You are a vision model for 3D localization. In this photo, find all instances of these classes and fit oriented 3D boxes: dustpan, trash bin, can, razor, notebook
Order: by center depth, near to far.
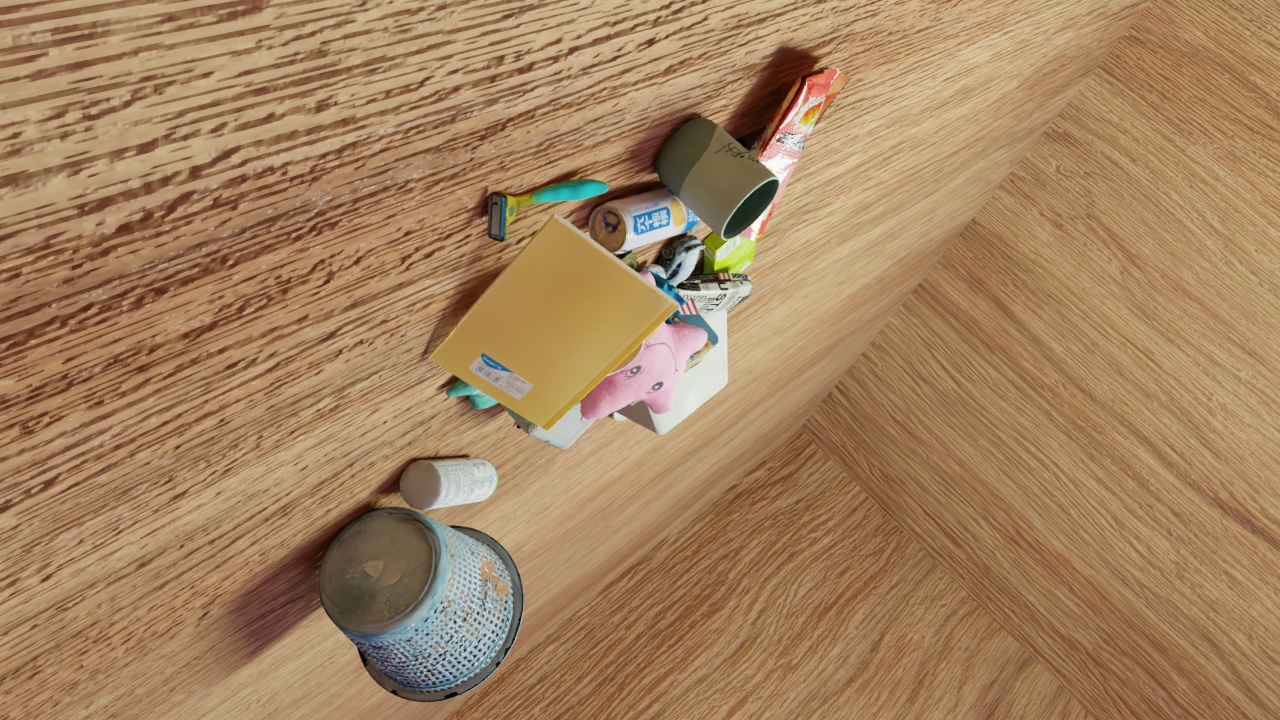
[{"bbox_3d":[-0.080,-0.141,0.803,0.132,0.028,0.043,-25,133,-40],"label":"razor"},{"bbox_3d":[-0.085,-0.027,0.857,0.207,0.146,0.010,-43,-156,30],"label":"notebook"},{"bbox_3d":[0.006,-0.148,0.956,0.134,0.053,0.053,-26,156,-49],"label":"can"},{"bbox_3d":[-0.274,0.276,1.101,0.226,0.226,0.195,-41,152,-13],"label":"trash bin"},{"bbox_3d":[-0.230,0.148,1.117,0.058,0.058,0.146,-47,165,10],"label":"can"},{"bbox_3d":[0.034,0.003,1.499,0.222,0.143,0.258,-36,133,-27],"label":"dustpan"}]

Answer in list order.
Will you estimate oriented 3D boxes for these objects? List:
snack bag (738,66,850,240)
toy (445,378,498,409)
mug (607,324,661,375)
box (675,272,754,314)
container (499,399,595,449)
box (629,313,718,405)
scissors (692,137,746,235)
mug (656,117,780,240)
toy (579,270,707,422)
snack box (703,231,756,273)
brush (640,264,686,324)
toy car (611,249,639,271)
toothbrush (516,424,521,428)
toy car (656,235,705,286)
[{"bbox_3d":[0.157,-0.239,1.045,0.208,0.073,0.128,-58,163,26],"label":"snack bag"},{"bbox_3d":[-0.167,0.028,1.013,0.096,0.030,0.092,-26,163,-14],"label":"toy"},{"bbox_3d":[-0.038,-0.048,0.934,0.114,0.105,0.082,-3,132,-21],"label":"mug"},{"bbox_3d":[0.090,-0.088,1.270,0.164,0.055,0.070,-9,171,-34],"label":"box"},{"bbox_3d":[-0.111,0.043,1.099,0.090,0.090,0.114,-46,161,3],"label":"container"},{"bbox_3d":[0.020,-0.010,1.283,0.183,0.090,0.061,-33,167,-39],"label":"box"},{"bbox_3d":[0.112,-0.221,1.118,0.159,0.014,0.178,-43,166,1],"label":"scissors"},{"bbox_3d":[0.084,-0.191,0.941,0.111,0.106,0.082,-27,156,-46],"label":"mug"},{"bbox_3d":[-0.006,0.006,1.062,0.178,0.074,0.194,-48,136,-4],"label":"toy"},{"bbox_3d":[0.126,-0.153,1.295,0.085,0.026,0.156,-41,164,-10],"label":"snack box"},{"bbox_3d":[-0.047,0.005,1.180,0.060,0.109,0.315,17,120,-29],"label":"brush"},{"bbox_3d":[-0.063,-0.066,1.022,0.158,0.042,0.070,-47,164,20],"label":"toy car"},{"bbox_3d":[-0.089,0.063,1.177,0.189,0.014,0.016,-17,150,30],"label":"toothbrush"},{"bbox_3d":[0.037,-0.109,1.168,0.054,0.037,0.121,-24,156,-52],"label":"toy car"}]
